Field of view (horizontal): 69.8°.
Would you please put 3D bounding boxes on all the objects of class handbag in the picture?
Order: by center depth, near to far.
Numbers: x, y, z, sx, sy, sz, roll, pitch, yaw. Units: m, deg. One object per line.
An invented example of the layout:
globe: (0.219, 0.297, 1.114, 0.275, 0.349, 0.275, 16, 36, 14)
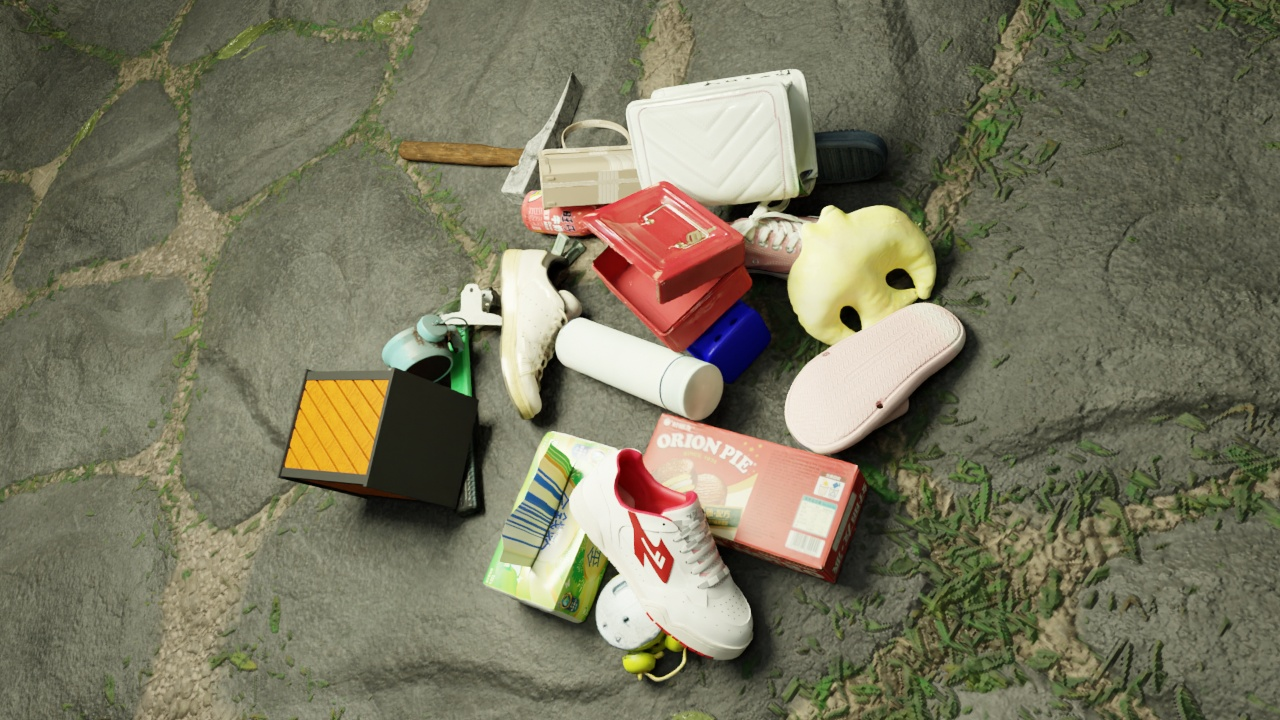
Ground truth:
handbag: (0.097, -0.250, 1.057, 0.199, 0.142, 0.095, 1, 28, 26)
handbag: (-0.056, -0.285, 1.262, 0.175, 0.062, 0.197, -5, 40, -8)

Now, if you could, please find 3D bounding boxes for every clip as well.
clip: (-0.221, -0.072, 1.244, 0.102, 0.043, 0.054, 3, 79, 26)
clip: (-0.112, -0.136, 1.254, 0.076, 0.061, 0.023, -53, 52, 11)

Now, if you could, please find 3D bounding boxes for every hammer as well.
hammer: (-0.237, 0.054, 1.216, 0.130, 0.032, 0.318, -20, 58, 15)
hammer: (-0.246, -0.352, 1.428, 0.301, 0.037, 0.217, 11, 70, 31)

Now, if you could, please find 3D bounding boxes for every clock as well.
clock: (0.005, 0.278, 0.962, 0.083, 0.057, 0.119, -35, 54, 5)
clock: (-0.277, -0.014, 1.199, 0.124, 0.090, 0.053, -35, 67, 11)

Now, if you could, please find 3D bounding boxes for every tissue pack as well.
tissue pack: (-0.098, 0.173, 1.015, 0.120, 0.141, 0.197, 5, 67, 28)

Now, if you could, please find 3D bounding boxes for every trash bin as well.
trash bin: (-0.325, 0.097, 1.143, 0.172, 0.139, 0.139, -1, 72, 36)

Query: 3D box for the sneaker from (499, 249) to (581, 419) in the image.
sneaker: (-0.125, -0.039, 1.185, 0.102, 0.089, 0.241, -6, 66, 1)

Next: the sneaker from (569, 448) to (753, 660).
sneaker: (0.038, 0.186, 0.922, 0.236, 0.090, 0.105, 48, 126, 16)

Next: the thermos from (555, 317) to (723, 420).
thermos: (-0.006, 0.006, 1.078, 0.230, 0.068, 0.068, 21, 75, 45)

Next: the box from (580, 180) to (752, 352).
box: (0.033, -0.107, 1.029, 0.137, 0.127, 0.157, -30, 49, -16)

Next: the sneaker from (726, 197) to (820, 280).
sneaker: (0.148, -0.145, 1.090, 0.241, 0.088, 0.118, 2, 66, 25)

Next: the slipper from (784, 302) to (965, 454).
slipper: (0.248, 0.017, 0.978, 0.221, 0.056, 0.107, -37, 53, -8)

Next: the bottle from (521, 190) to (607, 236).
bottle: (-0.092, -0.200, 1.256, 0.138, 0.062, 0.061, 8, 69, 29)

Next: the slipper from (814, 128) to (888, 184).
slipper: (0.173, -0.269, 1.139, 0.264, 0.101, 0.082, 1, 65, 24)

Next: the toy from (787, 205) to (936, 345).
toy: (0.239, -0.101, 1.011, 0.170, 0.155, 0.064, -40, 10, 5)

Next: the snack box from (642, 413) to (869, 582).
snack box: (0.110, 0.142, 0.978, 0.237, 0.060, 0.113, 13, 71, 31)

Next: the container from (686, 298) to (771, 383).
container: (0.081, -0.043, 1.075, 0.084, 0.085, 0.113, -47, 55, -2)
